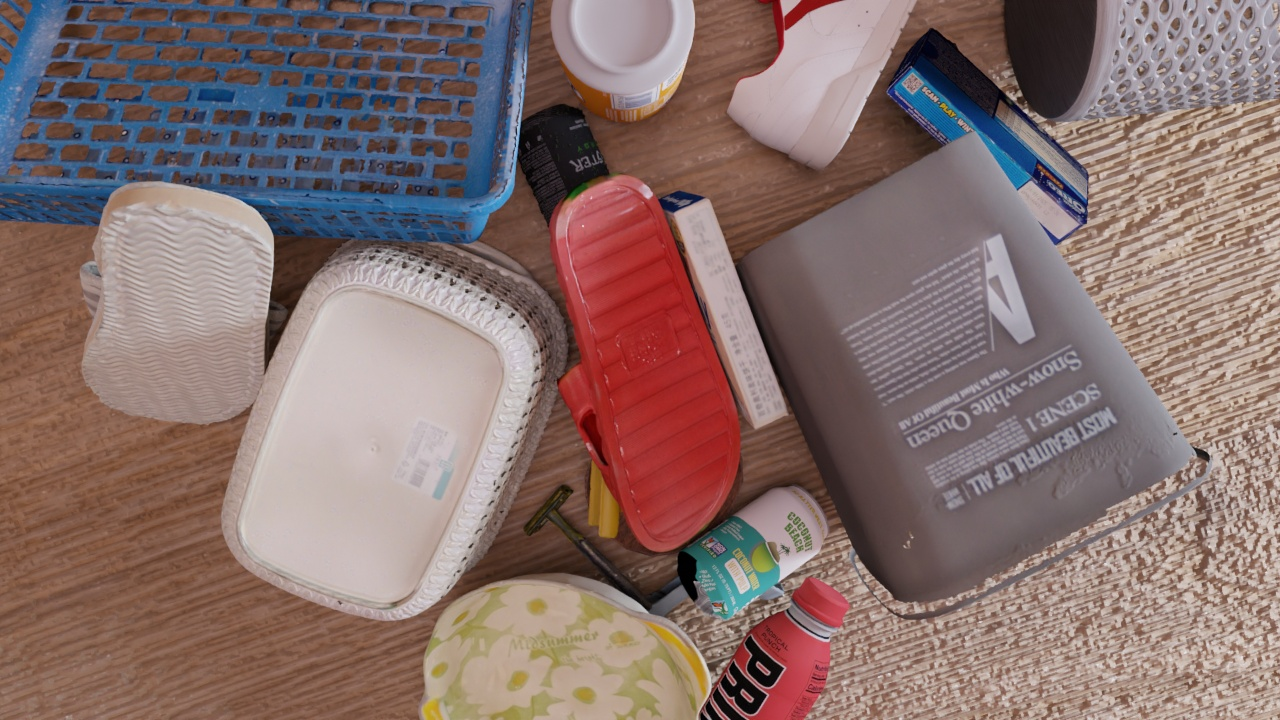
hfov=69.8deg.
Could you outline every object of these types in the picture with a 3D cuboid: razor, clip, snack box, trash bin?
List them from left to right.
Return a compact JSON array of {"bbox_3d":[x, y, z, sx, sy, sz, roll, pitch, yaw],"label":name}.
[{"bbox_3d":[-0.032,0.140,0.650,0.106,0.026,0.042,43,93,10],"label":"razor"},{"bbox_3d":[-0.014,0.093,0.629,0.046,0.048,0.054,7,97,25],"label":"clip"},{"bbox_3d":[0.038,0.180,0.668,0.172,0.030,0.164,35,94,-6],"label":"clip"},{"bbox_3d":[0.050,-0.036,0.600,0.026,0.082,0.150,-24,106,-3],"label":"snack box"},{"bbox_3d":[0.178,0.001,0.570,0.197,0.197,0.220,-28,90,3],"label":"trash bin"},{"bbox_3d":[0.229,-0.147,0.598,0.150,0.082,0.027,40,134,-4],"label":"snack box"},{"bbox_3d":[0.335,-0.228,0.553,0.183,0.156,0.156,-8,97,3],"label":"trash bin"}]

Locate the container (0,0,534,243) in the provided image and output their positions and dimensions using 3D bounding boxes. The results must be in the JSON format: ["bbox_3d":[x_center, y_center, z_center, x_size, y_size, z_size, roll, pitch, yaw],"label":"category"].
[{"bbox_3d":[-0.243,-0.183,0.546,0.362,0.089,0.256,3,67,0],"label":"container"}]

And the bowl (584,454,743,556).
[{"bbox_3d":[0.016,0.082,0.654,0.102,0.026,0.114,44,96,-5],"label":"bowl"}]

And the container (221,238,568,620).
[{"bbox_3d":[-0.156,0.042,0.590,0.184,0.143,0.252,23,97,-8],"label":"container"}]

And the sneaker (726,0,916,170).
[{"bbox_3d":[0.126,-0.250,0.587,0.104,0.090,0.237,26,101,2],"label":"sneaker"}]

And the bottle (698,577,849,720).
[{"bbox_3d":[0.084,0.231,0.630,0.062,0.062,0.177,30,96,-4],"label":"bottle"}]

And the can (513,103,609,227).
[{"bbox_3d":[-0.038,-0.101,0.616,0.054,0.054,0.137,-24,97,3],"label":"can"}]

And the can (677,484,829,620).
[{"bbox_3d":[0.078,0.131,0.632,0.101,0.055,0.055,-30,97,-21],"label":"can"}]

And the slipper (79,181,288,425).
[{"bbox_3d":[-0.273,-0.028,0.546,0.114,0.274,0.054,16,60,-24],"label":"slipper"}]

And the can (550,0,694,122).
[{"bbox_3d":[-0.010,-0.192,0.560,0.079,0.142,0.079,0,97,0],"label":"can"}]

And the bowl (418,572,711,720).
[{"bbox_3d":[-0.049,0.214,0.629,0.220,0.060,0.188,-27,104,22],"label":"bowl"}]

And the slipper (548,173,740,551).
[{"bbox_3d":[-0.003,0.003,0.589,0.103,0.059,0.249,-23,110,-25],"label":"slipper"}]
